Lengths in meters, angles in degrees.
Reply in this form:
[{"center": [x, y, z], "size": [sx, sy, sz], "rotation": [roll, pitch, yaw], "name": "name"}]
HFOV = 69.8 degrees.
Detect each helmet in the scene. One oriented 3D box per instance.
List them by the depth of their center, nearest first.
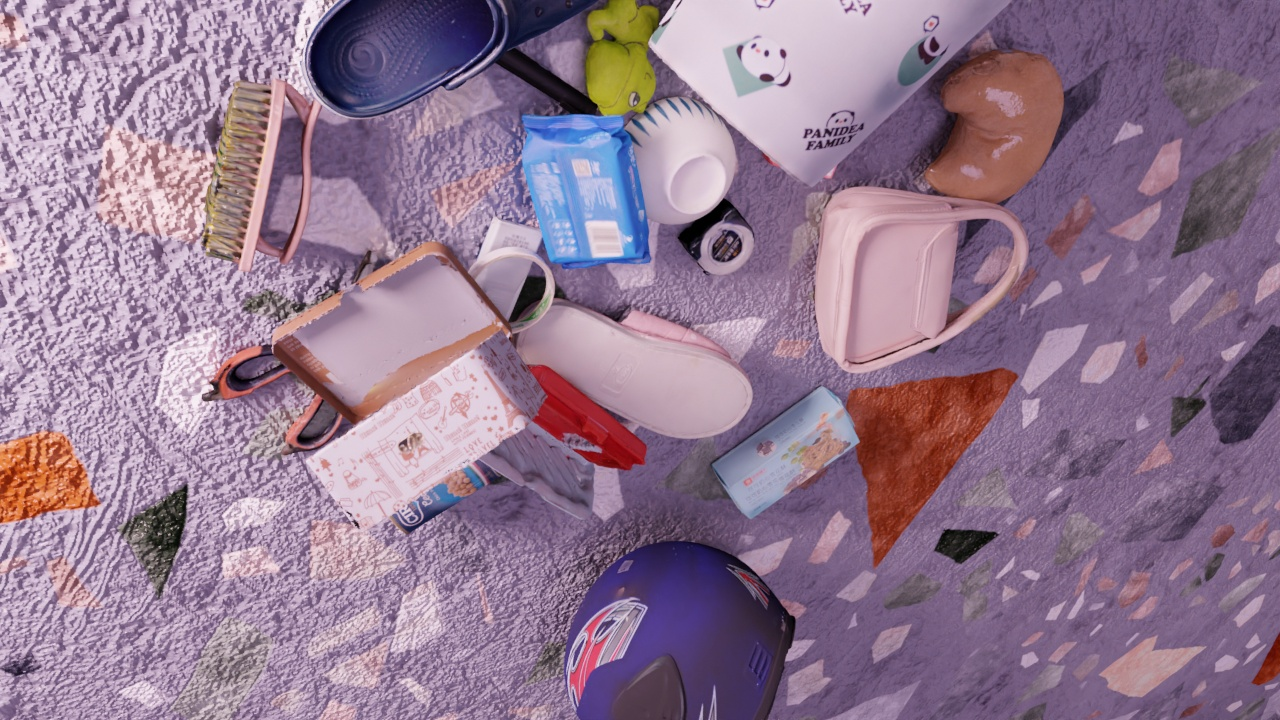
[{"center": [0.026, 0.367, 1.104], "size": [0.240, 0.246, 0.316], "rotation": [25, 108, 5], "name": "helmet"}]

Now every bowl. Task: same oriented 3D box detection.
[{"center": [0.039, -0.175, 0.842], "size": [0.116, 0.066, 0.117], "rotation": [-13, 128, -18], "name": "bowl"}]

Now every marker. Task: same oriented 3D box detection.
[{"center": [-0.090, -0.238, 0.762], "size": [0.132, 0.020, 0.022], "rotation": [25, 70, -38], "name": "marker"}]

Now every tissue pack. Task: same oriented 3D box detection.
[{"center": [-0.046, -0.148, 0.808], "size": [0.095, 0.052, 0.157], "rotation": [1, 132, 16], "name": "tissue pack"}]

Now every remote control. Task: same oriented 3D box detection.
[{"center": [-0.134, -0.072, 0.856], "size": [0.049, 0.024, 0.125], "rotation": [10, 117, -32], "name": "remote control"}]

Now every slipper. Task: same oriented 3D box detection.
[{"center": [-0.131, -0.262, 0.662], "size": [0.252, 0.095, 0.105], "rotation": [-32, 118, -6], "name": "slipper"}, {"center": [-0.006, 0.006, 0.954], "size": [0.274, 0.054, 0.114], "rotation": [19, 109, -23], "name": "slipper"}]

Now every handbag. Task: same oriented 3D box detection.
[{"center": [0.308, -0.095, 0.988], "size": [0.234, 0.093, 0.194], "rotation": [-9, 126, -5], "name": "handbag"}]

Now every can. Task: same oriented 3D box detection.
[{"center": [-0.203, 0.112, 0.917], "size": [0.111, 0.075, 0.075], "rotation": [-32, 131, -4], "name": "can"}]

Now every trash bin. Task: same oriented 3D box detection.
[{"center": [0.154, -0.291, 0.724], "size": [0.229, 0.229, 0.252], "rotation": [28, 112, -38], "name": "trash bin"}]

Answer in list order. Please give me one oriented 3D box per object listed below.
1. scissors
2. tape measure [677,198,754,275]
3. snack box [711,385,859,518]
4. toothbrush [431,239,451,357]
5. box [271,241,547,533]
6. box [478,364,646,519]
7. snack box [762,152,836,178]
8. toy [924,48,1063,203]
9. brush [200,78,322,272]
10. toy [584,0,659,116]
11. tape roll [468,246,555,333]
[{"center": [-0.289, -0.001, 0.832], "size": [0.225, 0.015, 0.189], "rotation": [-17, 128, -15], "name": "scissors"}, {"center": [0.080, -0.120, 0.923], "size": [0.066, 0.033, 0.066], "rotation": [-40, 129, 6], "name": "tape measure"}, {"center": [0.179, 0.114, 1.127], "size": [0.175, 0.051, 0.074], "rotation": [-36, 132, 0], "name": "snack box"}, {"center": [-0.188, -0.028, 0.866], "size": [0.018, 0.016, 0.192], "rotation": [-6, 126, -11], "name": "toothbrush"}, {"center": [-0.203, 0.007, 0.788], "size": [0.183, 0.154, 0.185], "rotation": [-32, 99, 6], "name": "box"}, {"center": [-0.085, 0.092, 0.935], "size": [0.201, 0.095, 0.101], "rotation": [42, 57, -46], "name": "box"}, {"center": [0.180, -0.255, 0.883], "size": [0.075, 0.025, 0.153], "rotation": [6, 119, -29], "name": "snack box"}, {"center": [0.368, -0.217, 0.976], "size": [0.143, 0.082, 0.226], "rotation": [-4, 128, -7], "name": "toy"}, {"center": [-0.288, -0.144, 0.702], "size": [0.073, 0.063, 0.146], "rotation": [11, 115, -28], "name": "brush"}, {"center": [-0.017, -0.256, 0.778], "size": [0.096, 0.031, 0.100], "rotation": [14, 108, -46], "name": "toy"}, {"center": [-0.121, -0.063, 0.841], "size": [0.085, 0.014, 0.086], "rotation": [-13, 128, -18], "name": "tape roll"}]
